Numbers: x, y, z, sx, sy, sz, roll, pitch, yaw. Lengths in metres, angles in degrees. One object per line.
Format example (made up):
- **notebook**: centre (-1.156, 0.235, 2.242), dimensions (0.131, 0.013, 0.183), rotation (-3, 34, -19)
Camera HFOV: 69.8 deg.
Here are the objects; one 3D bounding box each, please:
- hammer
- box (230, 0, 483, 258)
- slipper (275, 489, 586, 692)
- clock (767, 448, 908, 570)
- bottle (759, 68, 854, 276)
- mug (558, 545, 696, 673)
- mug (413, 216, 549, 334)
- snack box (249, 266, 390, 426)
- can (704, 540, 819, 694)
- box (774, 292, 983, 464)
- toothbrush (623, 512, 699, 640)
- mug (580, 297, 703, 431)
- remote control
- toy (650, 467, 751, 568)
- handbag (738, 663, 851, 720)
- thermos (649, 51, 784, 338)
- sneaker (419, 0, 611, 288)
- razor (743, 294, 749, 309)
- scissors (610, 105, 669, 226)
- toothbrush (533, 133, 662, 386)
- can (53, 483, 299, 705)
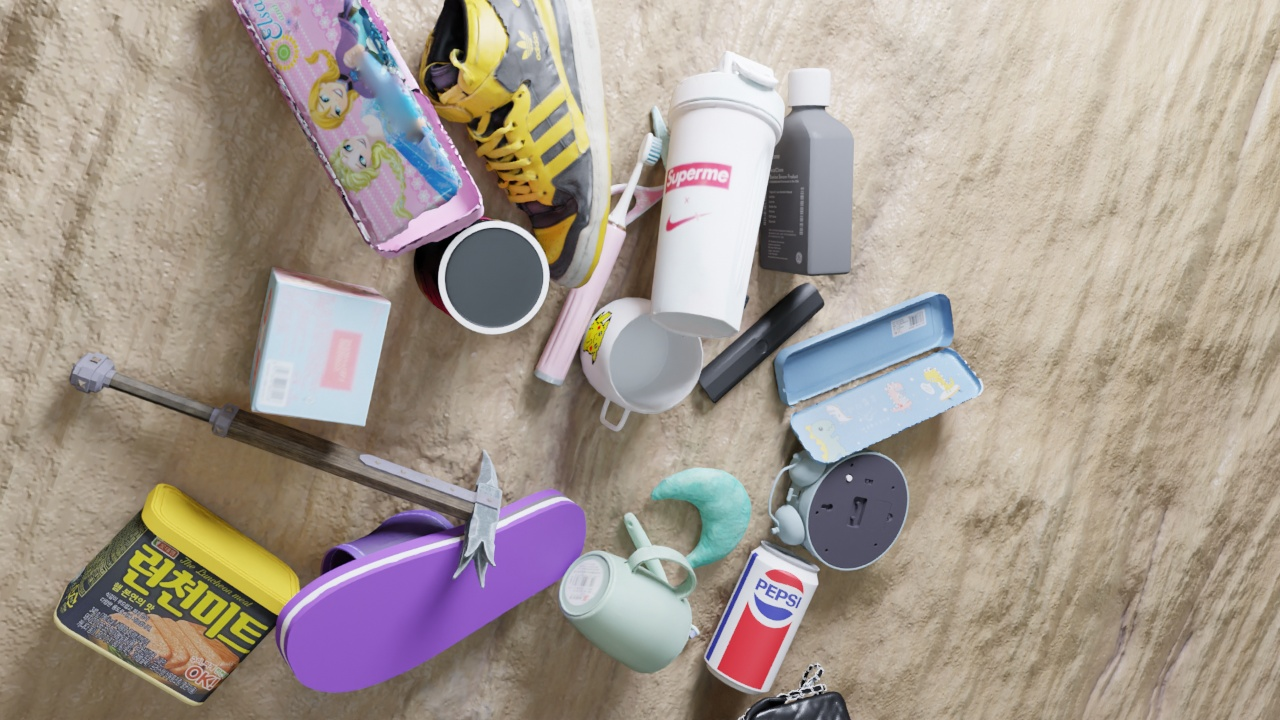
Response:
- **hammer**: centre (-0.252, 0.061, 0.681), dimensions (0.316, 0.146, 0.028), rotation (23, 115, -15)
- **box**: centre (-0.193, -0.186, 0.611), dimensions (0.084, 0.071, 0.230), rotation (-29, 85, -15)
- **slipper**: centre (-0.174, 0.168, 0.746), dimensions (0.265, 0.084, 0.107), rotation (-19, 124, -39)
- **clock**: centre (0.196, 0.143, 0.917), dimensions (0.159, 0.045, 0.122), rotation (13, 96, -25)
- **bottle**: centre (0.146, -0.165, 0.807), dimensions (0.046, 0.084, 0.174), rotation (-5, 102, -23)
- **mug**: centre (-0.005, 0.207, 0.804), dimensions (0.111, 0.084, 0.104), rotation (-40, 127, 9)
- **mug**: centre (-0.134, -0.081, 0.693), dimensions (0.081, 0.098, 0.118), rotation (-45, 115, -9)
- **snack box**: centre (-0.234, -0.012, 0.666), dimensions (0.079, 0.095, 0.093), rotation (11, 96, -26)
- **can**: centre (0.118, 0.249, 0.891), dimensions (0.070, 0.070, 0.132), rotation (24, 91, -26)
- **box**: centre (0.234, 0.016, 0.909), dimensions (0.209, 0.043, 0.125), rotation (-21, 90, -18)
- **toothbrush**: centre (0.018, 0.206, 0.868), dimensions (0.022, 0.015, 0.155), rotation (-20, 112, 13)
- **mug**: centre (-0.005, 0.005, 0.785), dimensions (0.094, 0.068, 0.115), rotation (23, 91, -26)
- **remote control**: centre (0.113, -0.017, 0.861), dimensions (0.146, 0.015, 0.033), rotation (-41, 114, -11)
- **toy**: centre (0.062, 0.143, 0.866), dimensions (0.085, 0.033, 0.105), rotation (-26, 112, -5)
- **handbag**: centre (0.123, 0.371, 0.897), dimensions (0.125, 0.114, 0.154), rotation (2, 142, -23)
- **thermos**: centre (0.061, -0.132, 0.734), dimensions (0.099, 0.099, 0.220), rotation (14, 77, -26)
- **sneaker**: centre (-0.096, -0.170, 0.695), dimensions (0.122, 0.086, 0.238), rotation (-8, 100, -28)
- **razor**: centre (0.081, -0.115, 0.812), dimensions (0.042, 0.022, 0.144), rotation (-11, 102, -65)
- **scissors**: centre (0.024, -0.132, 0.798), dimensions (0.176, 0.013, 0.170), rotation (-25, 110, -17)
- **toothbrush**: centre (-0.034, -0.083, 0.762), dimensions (0.026, 0.027, 0.223), rotation (19, 101, -33)
- **can**: centre (-0.337, 0.173, 0.675), dimensions (0.101, 0.072, 0.131), rotation (-47, 115, -5)
